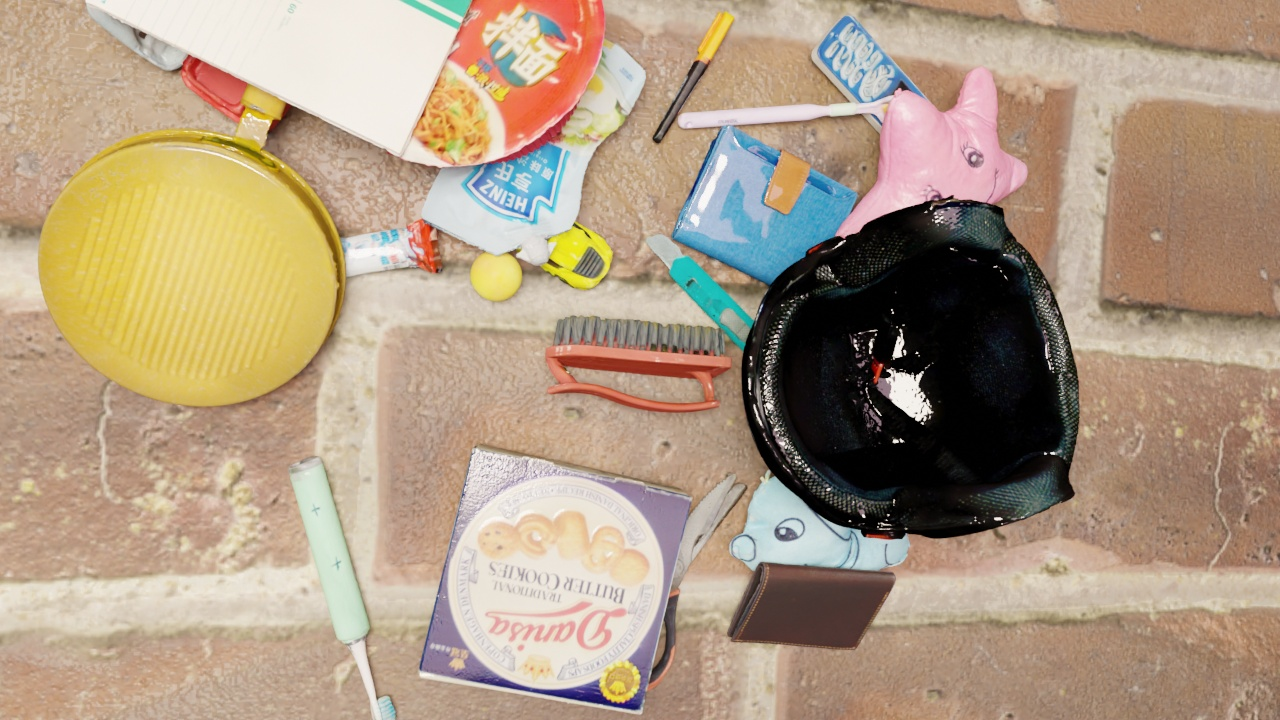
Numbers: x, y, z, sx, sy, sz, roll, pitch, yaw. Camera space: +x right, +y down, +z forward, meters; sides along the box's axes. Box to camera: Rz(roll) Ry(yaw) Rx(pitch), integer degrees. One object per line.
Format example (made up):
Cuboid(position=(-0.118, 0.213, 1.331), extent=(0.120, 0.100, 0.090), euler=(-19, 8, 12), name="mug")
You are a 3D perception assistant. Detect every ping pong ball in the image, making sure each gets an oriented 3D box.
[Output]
Cuboid(position=(-0.113, -0.066, 0.720), extent=(0.040, 0.040, 0.040), euler=(-1, 93, -13), name="ping pong ball")

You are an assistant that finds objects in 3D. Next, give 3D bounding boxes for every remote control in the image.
Cuboid(position=(0.201, -0.236, 0.791), extent=(0.125, 0.024, 0.049), euler=(41, 84, -16), name="remote control")

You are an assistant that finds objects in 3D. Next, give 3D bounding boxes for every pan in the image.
Cuboid(position=(-0.280, -0.135, 0.642), extent=(0.197, 0.078, 0.358), euler=(22, 106, -21), name="pan")

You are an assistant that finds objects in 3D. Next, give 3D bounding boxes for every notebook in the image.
Cuboid(position=(-0.227, -0.248, 0.609), extent=(0.209, 0.012, 0.150), euler=(24, 82, -13), name="notebook")

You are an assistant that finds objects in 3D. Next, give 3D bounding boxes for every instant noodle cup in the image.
Cuboid(position=(-0.113, -0.217, 0.673), extent=(0.194, 0.066, 0.193), euler=(-3, 74, 11), name="instant noodle cup")

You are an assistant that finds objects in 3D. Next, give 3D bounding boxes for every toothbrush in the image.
Cuboid(position=(0.125, -0.204, 0.767), extent=(0.189, 0.021, 0.029), euler=(-4, 134, -3), name="toothbrush")
Cuboid(position=(-0.231, 0.184, 0.715), extent=(0.027, 0.026, 0.224), euler=(-18, 97, -34), name="toothbrush")

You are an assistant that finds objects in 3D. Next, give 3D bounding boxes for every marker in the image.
Cuboid(position=(0.042, -0.234, 0.758), extent=(0.015, 0.018, 0.124), euler=(30, 87, -13), name="marker")

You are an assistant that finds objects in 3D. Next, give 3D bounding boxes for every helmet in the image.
Cuboid(position=(0.192, 0.017, 0.699), extent=(0.274, 0.230, 0.233), euler=(-8, 81, -13), name="helmet")

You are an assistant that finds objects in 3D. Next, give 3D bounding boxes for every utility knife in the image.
Cuboid(position=(0.070, -0.041, 0.777), extent=(0.179, 0.013, 0.029), euler=(45, 82, -11), name="utility knife")

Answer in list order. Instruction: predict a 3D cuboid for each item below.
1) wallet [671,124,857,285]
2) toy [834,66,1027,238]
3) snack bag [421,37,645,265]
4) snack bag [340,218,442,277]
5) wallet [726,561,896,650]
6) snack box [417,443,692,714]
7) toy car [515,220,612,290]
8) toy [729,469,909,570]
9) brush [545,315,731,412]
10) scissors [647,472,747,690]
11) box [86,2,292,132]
Cuboid(position=(0.105, -0.123, 0.770), extent=(0.133, 0.040, 0.106), euler=(24, 92, -14), name="wallet")
Cuboid(position=(0.238, -0.151, 0.768), extent=(0.194, 0.074, 0.178), euler=(-46, 126, -3), name="toy")
Cuboid(position=(-0.081, -0.169, 0.711), extent=(0.110, 0.039, 0.191), euler=(27, 81, -6), name="snack bag")
Cuboid(position=(-0.206, -0.083, 0.706), extent=(0.104, 0.026, 0.048), euler=(-7, 86, -12), name="snack bag")
Cuboid(position=(0.146, 0.213, 0.786), extent=(0.122, 0.020, 0.097), euler=(8, 124, -14), name="wallet")
Cuboid(position=(-0.066, 0.174, 0.733), extent=(0.178, 0.046, 0.182), euler=(13, 86, -9), name="snack box")
Cuboid(position=(-0.071, -0.097, 0.733), extent=(0.105, 0.032, 0.048), euler=(32, 86, -11), name="toy car")
Cuboid(position=(0.157, 0.143, 0.790), extent=(0.161, 0.050, 0.156), euler=(-33, 107, -8), name="toy")
Cuboid(position=(-0.004, 0.004, 0.738), extent=(0.145, 0.063, 0.069), euler=(6, 79, -12), name="brush")
Cuboid(position=(0.028, 0.197, 0.782), extent=(0.207, 0.015, 0.192), euler=(-15, 95, -11), name="scissors")
Cuboid(position=(-0.274, -0.281, 0.658), extent=(0.154, 0.074, 0.201), euler=(37, 85, -34), name="box")
